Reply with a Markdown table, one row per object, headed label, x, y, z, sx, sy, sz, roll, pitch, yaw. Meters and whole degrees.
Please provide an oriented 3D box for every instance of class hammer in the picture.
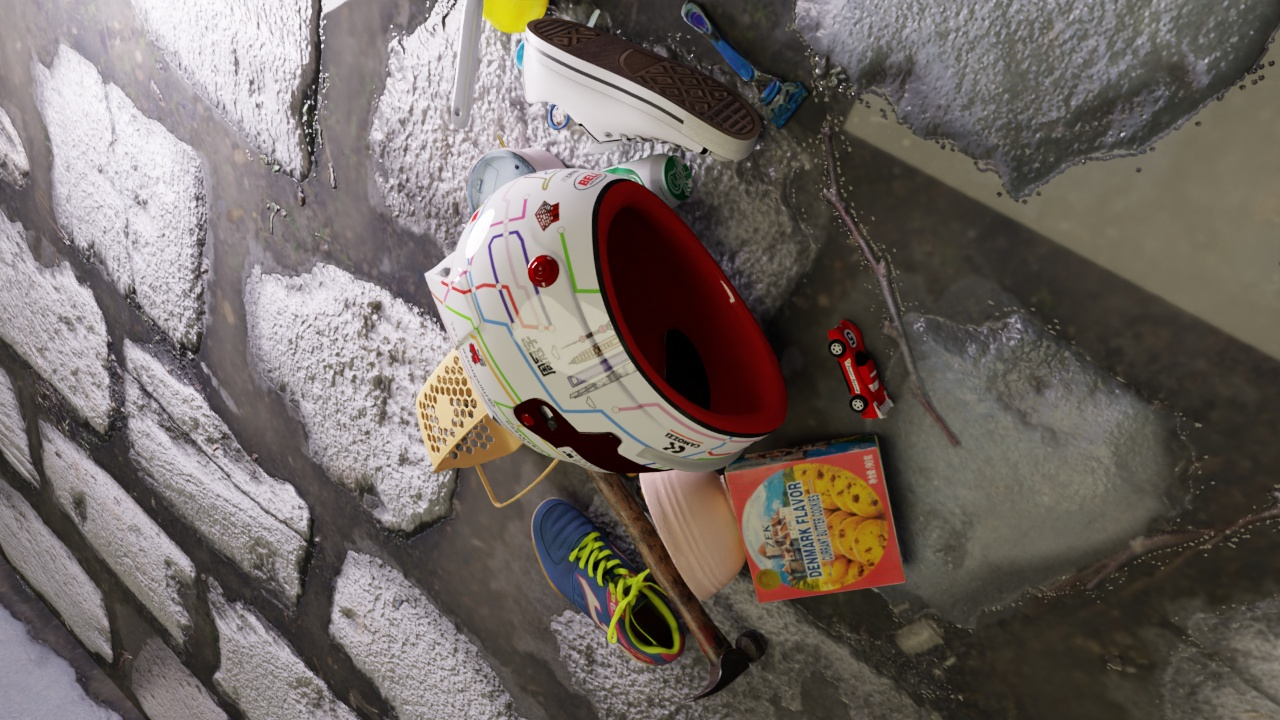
| label | x | y | z | sx | sy | sz | roll | pitch | yaw |
| --- | --- | --- | --- | --- | --- | --- | --- | --- | --- |
| hammer | 0.009 | 0.218 | 1.033 | 0.330 | 0.119 | 0.033 | 56 | 137 | 11 |

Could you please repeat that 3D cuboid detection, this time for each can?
| label | x | y | z | sx | sy | sz | roll | pitch | yaw |
| --- | --- | --- | --- | --- | --- | --- | --- | --- | --- |
| can | -0.004 | -0.166 | 0.886 | 0.101 | 0.053 | 0.053 | -6 | 107 | 39 |

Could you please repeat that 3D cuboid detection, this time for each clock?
| label | x | y | z | sx | sy | sz | roll | pitch | yaw |
| --- | --- | --- | --- | --- | --- | --- | --- | --- | --- |
| clock | -0.108 | -0.160 | 0.965 | 0.158 | 0.058 | 0.117 | 33 | 128 | 21 |

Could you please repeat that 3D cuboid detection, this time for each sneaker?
| label | x | y | z | sx | sy | sz | roll | pitch | yaw |
| --- | --- | --- | --- | --- | --- | --- | --- | --- | --- |
| sneaker | -0.034 | 0.254 | 1.084 | 0.242 | 0.116 | 0.091 | 47 | 159 | 5 |
| sneaker | -0.011 | -0.224 | 0.839 | 0.245 | 0.091 | 0.097 | 28 | 129 | 18 |

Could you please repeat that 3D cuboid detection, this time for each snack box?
| label | x | y | z | sx | sy | sz | roll | pitch | yaw |
| --- | --- | --- | --- | --- | --- | --- | --- | --- | --- |
| snack box | 0.167 | 0.152 | 0.878 | 0.145 | 0.040 | 0.142 | -12 | 105 | 13 |

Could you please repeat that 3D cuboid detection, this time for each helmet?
| label | x | y | z | sx | sy | sz | roll | pitch | yaw |
| --- | --- | --- | --- | --- | --- | --- | --- | --- | --- |
| helmet | -0.043 | -0.019 | 0.841 | 0.237 | 0.230 | 0.314 | -29 | 102 | 39 |

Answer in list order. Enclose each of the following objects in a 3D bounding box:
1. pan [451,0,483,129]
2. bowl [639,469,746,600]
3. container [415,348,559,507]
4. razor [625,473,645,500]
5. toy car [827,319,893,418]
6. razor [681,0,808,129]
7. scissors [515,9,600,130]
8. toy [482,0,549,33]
| label | x | y | z | sx | sy | sz | roll | pitch | yaw |
| --- | --- | --- | --- | --- | --- | --- | --- | --- | --- |
| pan | -0.150 | -0.396 | 0.853 | 0.201 | 0.050 | 0.357 | 23 | 109 | 26 |
| bowl | 0.066 | 0.163 | 0.946 | 0.076 | 0.153 | 0.153 | -28 | 93 | 7 |
| container | -0.162 | 0.072 | 1.055 | 0.184 | 0.129 | 0.167 | -42 | 71 | 44 |
| razor | 0.018 | 0.161 | 1.035 | 0.044 | 0.021 | 0.144 | -35 | 86 | 24 |
| toy car | 0.197 | 0.008 | 0.825 | 0.025 | 0.038 | 0.089 | -16 | 100 | 38 |
| razor | 0.083 | -0.263 | 0.799 | 0.141 | 0.018 | 0.044 | 47 | 131 | 10 |
| scissors | -0.069 | -0.284 | 0.911 | 0.129 | 0.014 | 0.119 | 2 | 109 | 32 |
| toy | -0.127 | -0.369 | 0.895 | 0.094 | 0.041 | 0.096 | 29 | 125 | 19 |
